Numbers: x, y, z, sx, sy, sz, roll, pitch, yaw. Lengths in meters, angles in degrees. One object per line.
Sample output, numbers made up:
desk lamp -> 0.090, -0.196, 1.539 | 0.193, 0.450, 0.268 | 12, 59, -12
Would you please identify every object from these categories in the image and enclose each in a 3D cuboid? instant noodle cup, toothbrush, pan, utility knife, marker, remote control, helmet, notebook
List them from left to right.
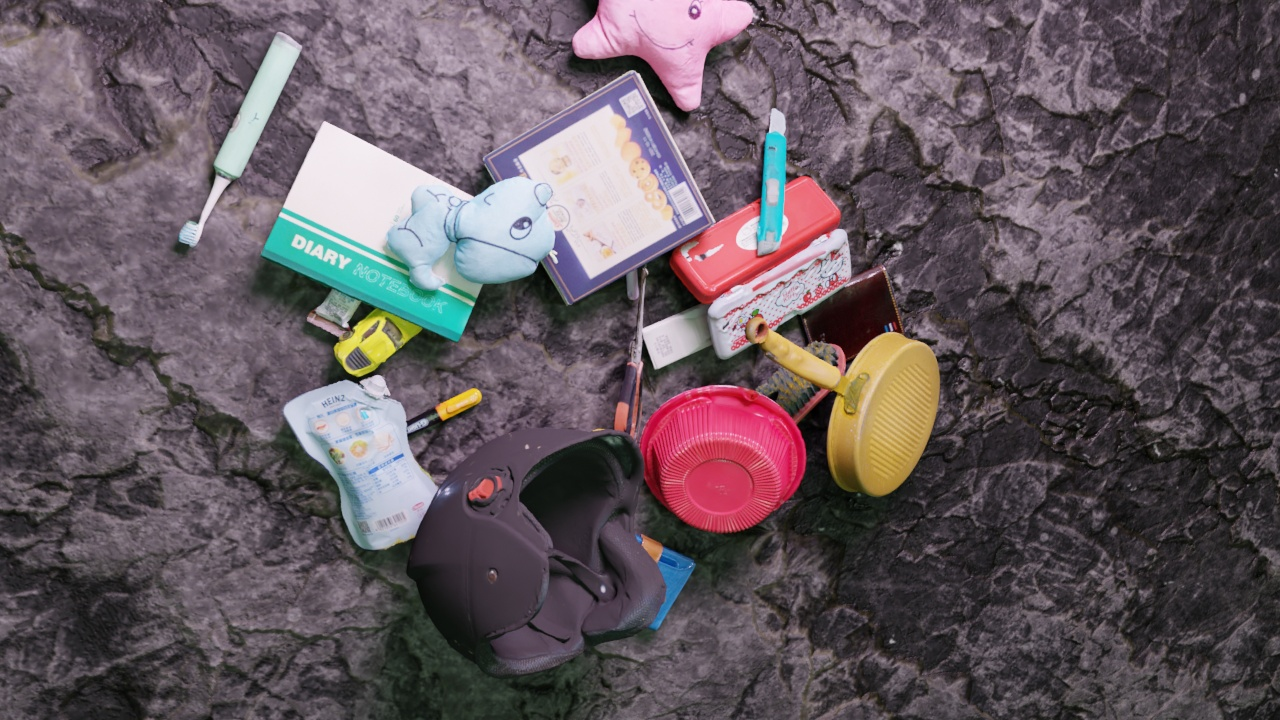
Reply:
toothbrush -> -0.387, -0.210, 0.885 | 0.027, 0.026, 0.224 | 24, 95, -41
notebook -> -0.252, -0.127, 0.930 | 0.209, 0.012, 0.150 | 25, 79, -20
marker -> -0.230, 0.063, 0.996 | 0.123, 0.015, 0.018 | -26, 102, -7
helmet -> -0.111, 0.185, 0.947 | 0.233, 0.230, 0.274 | 31, 79, -56
toothbrush -> -0.016, -0.159, 1.008 | 0.021, 0.029, 0.189 | -24, 113, -50
remote control -> 0.063, -0.036, 1.055 | 0.125, 0.024, 0.049 | -24, 106, -9
instant noodle cup -> 0.091, 0.126, 1.037 | 0.194, 0.065, 0.194 | 3, 119, 5
utility knife -> 0.146, -0.199, 1.014 | 0.029, 0.013, 0.179 | 7, 74, -6
pan -> 0.233, 0.034, 1.038 | 0.357, 0.078, 0.197 | 31, 80, -49

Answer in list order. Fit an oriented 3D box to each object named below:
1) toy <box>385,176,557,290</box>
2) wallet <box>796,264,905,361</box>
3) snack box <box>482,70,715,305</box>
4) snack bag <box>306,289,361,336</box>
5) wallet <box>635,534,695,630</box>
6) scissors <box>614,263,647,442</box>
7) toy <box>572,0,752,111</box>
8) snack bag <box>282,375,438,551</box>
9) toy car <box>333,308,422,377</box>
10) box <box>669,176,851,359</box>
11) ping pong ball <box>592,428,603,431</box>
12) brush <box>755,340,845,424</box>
toy -> -0.160, -0.126, 0.920 | 0.156, 0.049, 0.161 | 32, 101, -17
wallet -> 0.254, -0.050, 1.111 | 0.122, 0.020, 0.096 | -25, 108, -8
snack box -> -0.042, -0.179, 0.965 | 0.182, 0.045, 0.178 | -28, 108, 4
snack bag -> -0.296, -0.075, 0.940 | 0.048, 0.026, 0.104 | 29, 94, -20
wallet -> -0.013, 0.257, 1.091 | 0.133, 0.040, 0.106 | 27, 98, -20
scissors -> -0.009, 0.007, 1.003 | 0.015, 0.191, 0.207 | 8, 141, 11
toy -> 0.021, -0.370, 0.939 | 0.194, 0.074, 0.179 | 23, 109, -22
snack bag -> -0.287, 0.108, 0.971 | 0.110, 0.038, 0.191 | -18, 111, 3
toy car -> -0.265, -0.026, 0.947 | 0.105, 0.032, 0.048 | -42, 130, -12
box -> 0.145, -0.105, 1.031 | 0.201, 0.074, 0.154 | -31, 100, -16
ping pong ball -> -0.045, 0.098, 1.044 | 0.040, 0.040, 0.040 | -3, 103, -16
brush -> 0.184, 0.037, 1.085 | 0.146, 0.063, 0.069 | -44, 144, 2
